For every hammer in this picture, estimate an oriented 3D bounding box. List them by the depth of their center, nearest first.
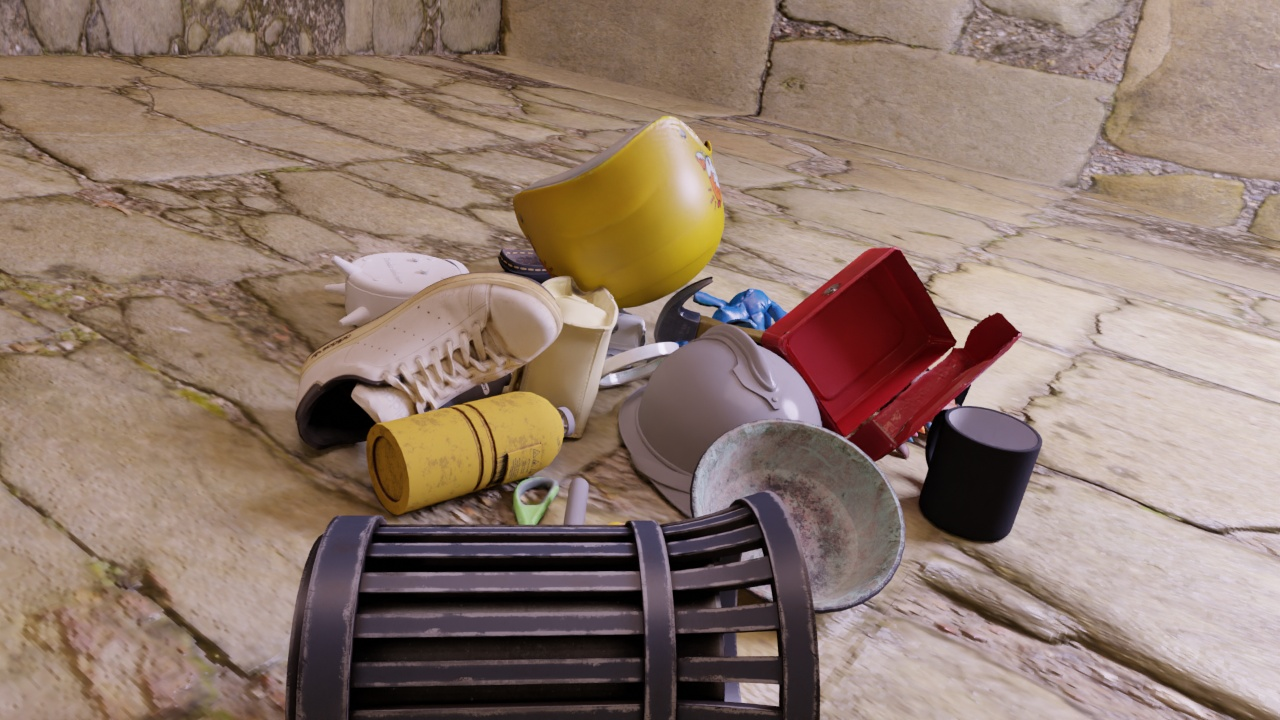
[{"bbox_3d":[0.179,-0.004,0.958,0.333,0.118,0.025,13,27,-2],"label":"hammer"}]

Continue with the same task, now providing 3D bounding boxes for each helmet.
[{"bbox_3d":[0.086,0.037,0.800,0.183,0.118,0.271,-2,27,-22],"label":"helmet"},{"bbox_3d":[-0.001,-0.125,0.939,0.209,0.139,0.239,-25,-10,14],"label":"helmet"}]

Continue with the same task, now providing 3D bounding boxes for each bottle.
[{"bbox_3d":[-0.124,0.067,0.725,0.163,0.071,0.071,-13,32,-39],"label":"bottle"},{"bbox_3d":[-0.155,0.029,0.840,0.036,0.036,0.109,22,27,27],"label":"bottle"}]

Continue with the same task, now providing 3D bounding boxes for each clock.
[{"bbox_3d":[-0.257,-0.081,1.011,0.160,0.073,0.125,-4,27,-26],"label":"clock"}]

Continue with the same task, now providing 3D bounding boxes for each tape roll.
[{"bbox_3d":[-0.005,0.005,0.898,0.093,0.013,0.093,-18,-13,-4],"label":"tape roll"}]

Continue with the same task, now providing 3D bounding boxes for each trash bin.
[{"bbox_3d":[-0.046,0.148,0.463,0.227,0.164,0.164,1,25,-7],"label":"trash bin"}]

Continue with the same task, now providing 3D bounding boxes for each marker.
[{"bbox_3d":[-0.049,0.124,0.654,0.016,0.016,0.140,7,23,-2],"label":"marker"}]

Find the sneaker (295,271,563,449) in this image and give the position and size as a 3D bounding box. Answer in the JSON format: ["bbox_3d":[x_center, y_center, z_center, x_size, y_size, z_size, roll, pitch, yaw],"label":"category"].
[{"bbox_3d":[-0.179,0.007,0.739,0.242,0.089,0.102,-21,30,13],"label":"sneaker"}]

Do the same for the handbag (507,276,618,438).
[{"bbox_3d":[-0.073,-0.005,0.840,0.081,0.119,0.111,14,24,-6],"label":"handbag"}]

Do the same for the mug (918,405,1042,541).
[{"bbox_3d":[0.281,0.087,0.788,0.078,0.088,0.113,2,24,-13],"label":"mug"}]

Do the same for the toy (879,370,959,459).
[{"bbox_3d":[0.284,0.064,0.912,0.090,0.071,0.102,19,46,-6],"label":"toy"}]

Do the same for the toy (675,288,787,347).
[{"bbox_3d":[0.119,-0.046,1.066,0.113,0.071,0.175,14,22,41],"label":"toy"}]

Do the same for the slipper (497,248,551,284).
[{"bbox_3d":[-0.053,-0.141,1.209,0.267,0.076,0.113,0,26,-18],"label":"slipper"}]

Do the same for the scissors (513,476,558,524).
[{"bbox_3d":[-0.078,0.130,0.666,0.174,0.022,0.171,16,26,4],"label":"scissors"}]

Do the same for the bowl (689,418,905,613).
[{"bbox_3d":[0.110,0.117,0.671,0.157,0.039,0.157,5,51,-6],"label":"bowl"}]

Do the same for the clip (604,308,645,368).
[{"bbox_3d":[-0.052,-0.037,1.000,0.125,0.073,0.142,12,32,11],"label":"clip"}]

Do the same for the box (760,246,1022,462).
[{"bbox_3d":[0.216,-0.012,0.845,0.157,0.154,0.168,-39,73,-11],"label":"box"}]

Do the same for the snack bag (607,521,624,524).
[{"bbox_3d":[0.000,0.146,0.632,0.026,0.020,0.099,-10,41,-37],"label":"snack bag"}]
